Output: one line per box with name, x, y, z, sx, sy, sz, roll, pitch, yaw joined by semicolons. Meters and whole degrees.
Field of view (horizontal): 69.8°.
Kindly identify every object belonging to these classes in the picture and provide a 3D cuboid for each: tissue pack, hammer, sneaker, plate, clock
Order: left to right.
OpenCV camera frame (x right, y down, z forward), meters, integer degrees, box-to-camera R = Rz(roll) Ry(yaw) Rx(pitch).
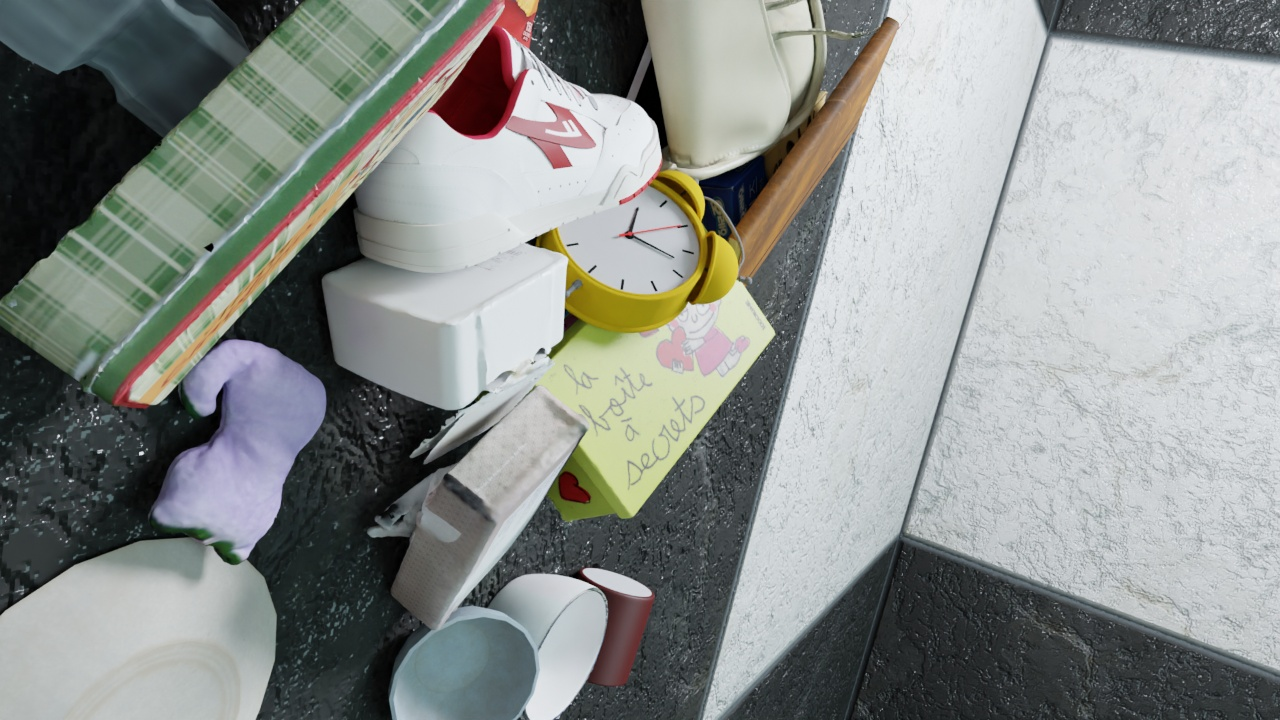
plate;-0.244;0.177;0.437;0.188;0.027;0.189;-41;141;-46
hammer;-0.087;-0.214;0.290;0.323;0.051;0.117;-40;140;3
tissue pack;-0.106;0.091;0.559;0.103;0.071;0.182;-45;176;-38
sneaker;-0.066;-0.138;0.525;0.235;0.090;0.104;-34;131;-45
clock;0.001;-0.080;0.627;0.151;0.113;0.052;-13;155;-26

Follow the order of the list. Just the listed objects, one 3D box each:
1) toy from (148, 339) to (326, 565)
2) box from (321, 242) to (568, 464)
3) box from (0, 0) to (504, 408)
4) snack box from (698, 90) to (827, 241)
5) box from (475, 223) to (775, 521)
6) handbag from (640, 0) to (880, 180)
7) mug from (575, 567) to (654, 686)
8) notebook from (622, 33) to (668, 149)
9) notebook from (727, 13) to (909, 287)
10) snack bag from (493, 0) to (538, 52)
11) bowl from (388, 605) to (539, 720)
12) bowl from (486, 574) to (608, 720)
toy;-0.194;0.041;0.439;0.080;0.036;0.099;49;57;-49
box;-0.103;0.004;0.518;0.109;0.103;0.130;-41;143;-47
box;-0.141;-0.072;0.355;0.205;0.050;0.118;-53;-167;-18
snack box;0.102;-0.176;0.810;0.206;0.057;0.056;-49;145;-41
box;-0.004;0.004;0.676;0.124;0.082;0.220;56;46;-13
handbag;0.071;-0.234;0.650;0.183;0.132;0.229;-51;145;-27
mug;-0.047;0.236;0.823;0.105;0.073;0.082;19;90;-34
notebook;0.045;-0.206;0.766;0.206;0.016;0.149;33;76;-63
notebook;0.142;-0.163;0.796;0.249;0.014;0.178;-54;170;-13
snack bag;-0.077;-0.247;0.473;0.130;0.039;0.144;-4;115;-62
bowl;-0.128;0.218;0.646;0.106;0.039;0.106;-8;108;-26
bowl;-0.083;0.224;0.736;0.116;0.066;0.116;-41;141;-46
